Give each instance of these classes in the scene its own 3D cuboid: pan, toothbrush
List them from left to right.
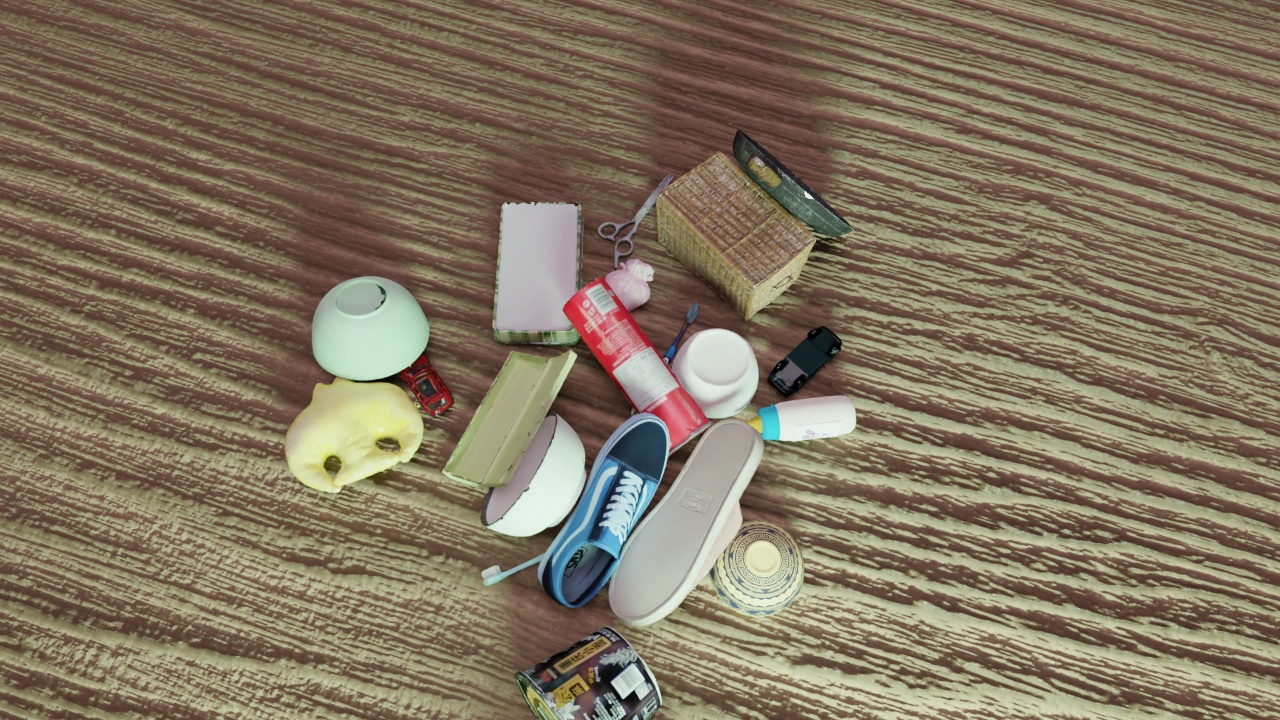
[{"bbox_3d":[-0.103,0.227,1.098,0.180,0.016,0.016,-21,59,-10],"label":"toothbrush"},{"bbox_3d":[0.034,-0.002,1.205,0.016,0.017,0.188,26,67,9],"label":"toothbrush"},{"bbox_3d":[0.174,-0.226,1.164,0.207,0.356,0.040,44,108,10],"label":"pan"}]

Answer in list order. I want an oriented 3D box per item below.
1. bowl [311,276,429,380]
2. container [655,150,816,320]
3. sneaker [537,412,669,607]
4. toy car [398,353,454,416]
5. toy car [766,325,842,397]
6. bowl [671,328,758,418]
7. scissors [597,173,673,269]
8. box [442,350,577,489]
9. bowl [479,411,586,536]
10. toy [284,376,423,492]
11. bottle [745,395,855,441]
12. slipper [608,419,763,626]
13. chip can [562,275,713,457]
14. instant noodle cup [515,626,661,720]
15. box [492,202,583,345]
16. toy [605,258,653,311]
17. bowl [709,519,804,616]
[{"bbox_3d":[-0.349,-0.054,1.169,0.151,0.077,0.150,1,49,-2],"label":"bowl"},{"bbox_3d":[0.122,-0.162,1.227,0.113,0.113,0.198,-39,72,-17],"label":"container"},{"bbox_3d":[-0.025,0.176,1.048,0.083,0.098,0.241,34,83,-25],"label":"sneaker"},{"bbox_3d":[-0.276,0.029,1.176,0.042,0.036,0.091,-33,65,-14],"label":"toy car"},{"bbox_3d":[0.214,0.002,1.197,0.112,0.034,0.046,-41,72,-17],"label":"toy car"},{"bbox_3d":[0.097,0.010,1.174,0.116,0.066,0.116,1,66,-1],"label":"bowl"},{"bbox_3d":[0.004,-0.198,1.296,0.170,0.014,0.095,-32,68,-11],"label":"scissors"},{"bbox_3d":[-0.155,0.071,1.127,0.044,0.141,0.187,42,61,-31],"label":"box"},{"bbox_3d":[-0.116,0.142,1.075,0.073,0.154,0.153,34,66,-17],"label":"bowl"},{"bbox_3d":[-0.355,0.083,1.131,0.170,0.065,0.155,-24,60,-18],"label":"toy"},{"bbox_3d":[0.194,0.076,1.154,0.146,0.051,0.051,-6,66,-4],"label":"bottle"},{"bbox_3d":[0.060,0.192,1.075,0.114,0.054,0.274,23,73,44],"label":"slipper"},{"bbox_3d":[-0.007,0.007,1.145,0.073,0.073,0.233,-34,82,-16],"label":"chip can"},{"bbox_3d":[-0.049,0.360,0.981,0.112,0.137,0.137,-30,69,-24],"label":"instant noodle cup"},{"bbox_3d":[-0.137,-0.119,1.239,0.117,0.050,0.205,-2,65,1],"label":"box"},{"bbox_3d":[-0.025,-0.084,1.227,0.063,0.047,0.110,30,79,15],"label":"toy"},{"bbox_3d":[0.139,0.237,1.073,0.112,0.061,0.112,0,65,-1],"label":"bowl"}]
